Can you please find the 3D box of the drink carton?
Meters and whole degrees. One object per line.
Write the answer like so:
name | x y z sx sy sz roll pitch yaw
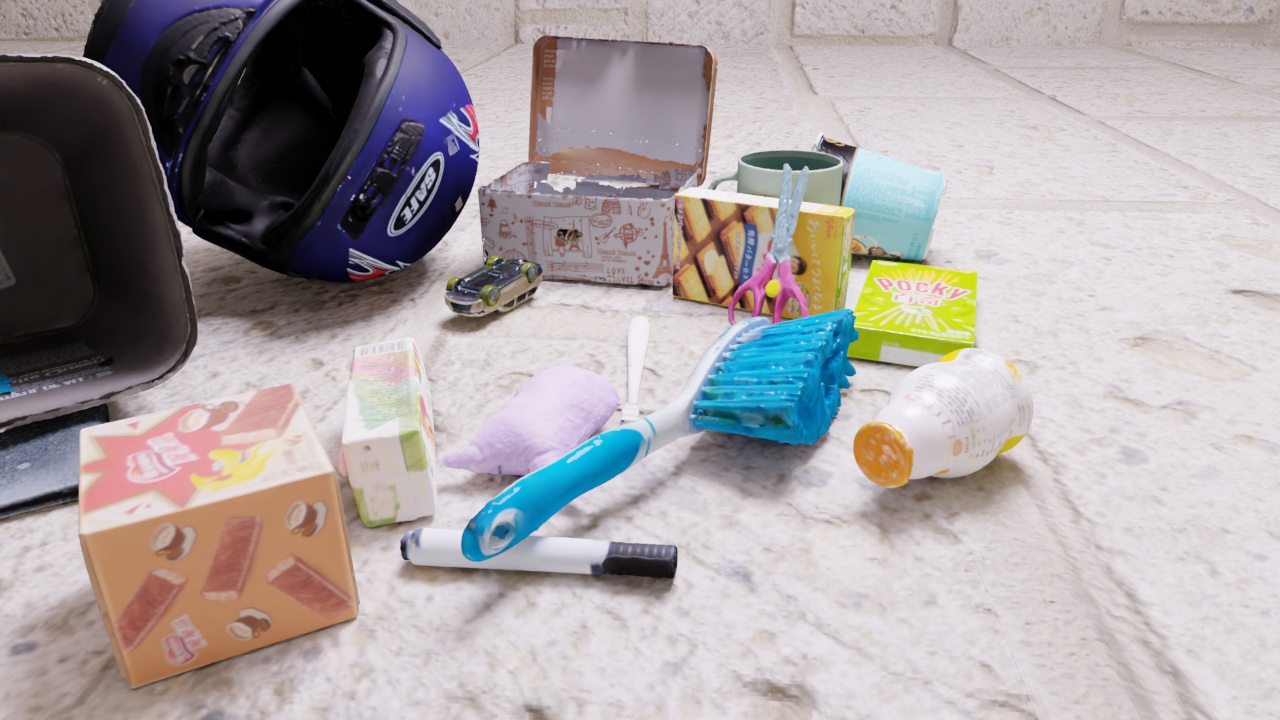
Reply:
drink carton | -0.140 0.036 0.509 0.045 0.054 0.122 -10 27 -10

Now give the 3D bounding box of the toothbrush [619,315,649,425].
toothbrush | -0.004 0.004 0.618 0.016 0.016 0.179 3 25 1

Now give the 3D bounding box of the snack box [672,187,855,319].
snack box | 0.093 -0.083 0.719 0.140 0.087 0.033 12 26 24

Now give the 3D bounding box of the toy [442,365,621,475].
toy | -0.050 0.035 0.525 0.084 0.039 0.107 12 31 18

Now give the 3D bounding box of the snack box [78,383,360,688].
snack box | -0.186 0.071 0.405 0.094 0.077 0.093 -14 29 -25

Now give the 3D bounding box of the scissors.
scissors | 0.096 -0.081 0.678 0.072 0.137 0.017 3 -3 36

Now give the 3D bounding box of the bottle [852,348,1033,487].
bottle | 0.162 0.034 0.496 0.108 0.063 0.063 -20 32 -36

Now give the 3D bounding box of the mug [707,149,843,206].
mug | 0.108 -0.116 0.766 0.112 0.106 0.082 10 28 19

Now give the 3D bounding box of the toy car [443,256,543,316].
toy car | -0.116 -0.056 0.725 0.042 0.035 0.090 12 28 28

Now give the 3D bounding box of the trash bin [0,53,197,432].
trash bin | -0.417 -0.069 0.570 0.198 0.199 0.220 -18 16 -36

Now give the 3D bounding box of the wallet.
wallet | -0.356 0.060 0.503 0.120 0.019 0.097 -15 30 -26

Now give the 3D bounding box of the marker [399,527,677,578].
marker | -0.048 0.091 0.430 0.131 0.018 0.022 2 -3 4

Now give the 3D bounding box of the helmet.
helmet | -0.252 -0.180 0.732 0.240 0.247 0.315 30 5 -9

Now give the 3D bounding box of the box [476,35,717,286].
box | -0.038 -0.179 0.816 0.181 0.218 0.157 8 15 13

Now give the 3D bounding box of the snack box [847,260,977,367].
snack box | 0.208 -0.038 0.693 0.086 0.026 0.156 9 26 18

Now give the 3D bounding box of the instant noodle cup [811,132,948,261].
instant noodle cup | 0.209 -0.141 0.833 0.120 0.111 0.111 15 28 13

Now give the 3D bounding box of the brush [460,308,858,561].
brush | 0.035 0.033 0.503 0.110 0.060 0.313 5 22 25
